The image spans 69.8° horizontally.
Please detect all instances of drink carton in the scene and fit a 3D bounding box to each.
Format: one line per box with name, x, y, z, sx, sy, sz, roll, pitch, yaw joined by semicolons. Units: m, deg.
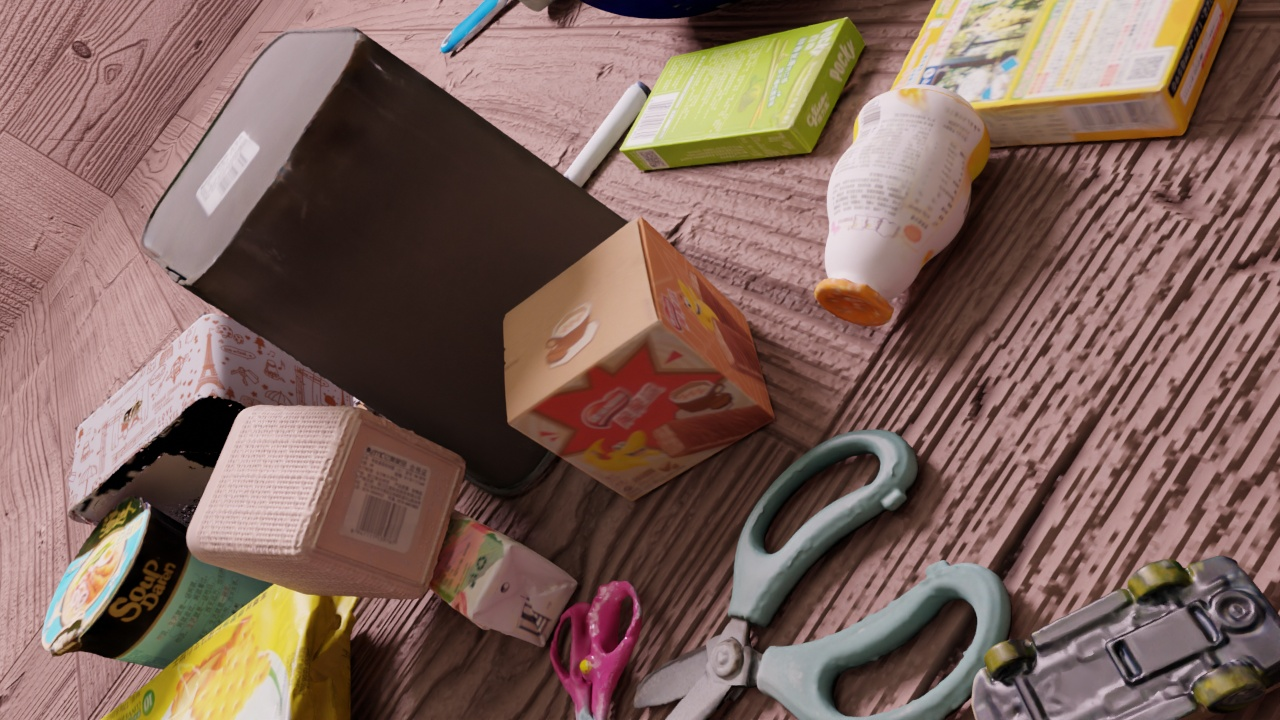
drink carton;-0.093;0.110;0.497;0.123;0.053;0.045;12;69;51

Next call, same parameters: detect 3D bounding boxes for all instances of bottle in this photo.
bottle;0.115;-0.070;0.419;0.063;0.063;0.108;8;67;49

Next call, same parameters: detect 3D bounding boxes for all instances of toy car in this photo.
toy car;0.144;0.096;0.274;0.091;0.035;0.042;-36;38;21

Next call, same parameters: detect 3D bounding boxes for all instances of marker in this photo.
marker;-0.037;-0.154;0.688;0.130;0.018;0.022;-53;29;-1

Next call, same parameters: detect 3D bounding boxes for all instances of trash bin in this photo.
trash bin;-0.143;-0.061;0.546;0.199;0.219;0.198;23;80;48

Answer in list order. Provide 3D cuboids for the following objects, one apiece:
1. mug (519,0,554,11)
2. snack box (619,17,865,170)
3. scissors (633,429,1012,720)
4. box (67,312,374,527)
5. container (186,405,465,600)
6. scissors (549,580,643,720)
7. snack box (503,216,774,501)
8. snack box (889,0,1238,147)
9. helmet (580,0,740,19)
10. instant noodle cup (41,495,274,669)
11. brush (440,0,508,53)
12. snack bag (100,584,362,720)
mug;-0.085;-0.397;0.872;0.107;0.082;0.111;-26;11;25
snack box;0.060;-0.167;0.589;0.157;0.026;0.085;8;66;49
scissors;0.058;0.096;0.381;0.179;0.019;0.161;-30;43;30
box;-0.317;0.025;0.718;0.181;0.157;0.217;-34;41;23
container;-0.161;0.074;0.483;0.111;0.090;0.089;-7;59;42
scissors;-0.027;0.170;0.414;0.072;0.017;0.136;-27;48;43
snack box;-0.003;0.003;0.457;0.093;0.094;0.077;-33;41;23
snack box;0.190;-0.144;0.428;0.141;0.033;0.086;12;69;49
helmet;0.036;-0.361;0.593;0.316;0.246;0.240;-13;94;48
instant noodle cup;-0.321;0.168;0.635;0.111;0.120;0.111;-28;41;28
brush;-0.120;-0.434;0.961;0.315;0.109;0.060;-23;54;22
snack bag;-0.250;0.243;0.541;0.247;0.068;0.157;-38;38;18
